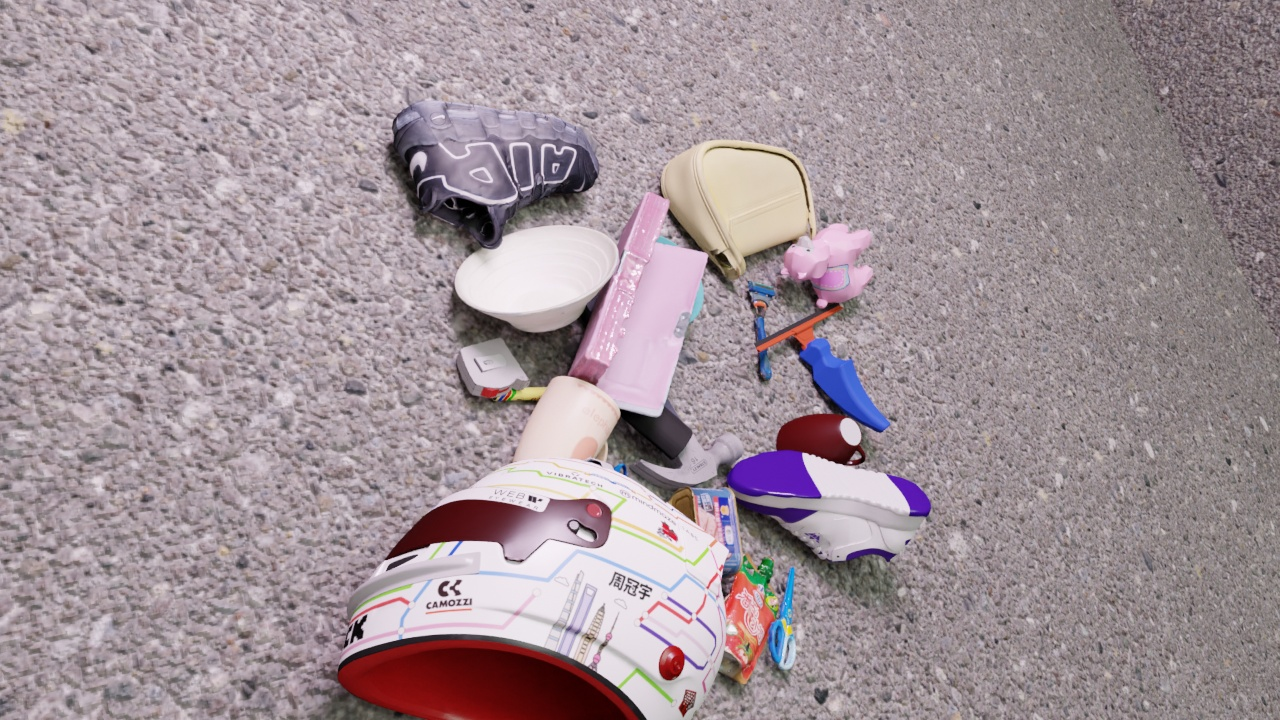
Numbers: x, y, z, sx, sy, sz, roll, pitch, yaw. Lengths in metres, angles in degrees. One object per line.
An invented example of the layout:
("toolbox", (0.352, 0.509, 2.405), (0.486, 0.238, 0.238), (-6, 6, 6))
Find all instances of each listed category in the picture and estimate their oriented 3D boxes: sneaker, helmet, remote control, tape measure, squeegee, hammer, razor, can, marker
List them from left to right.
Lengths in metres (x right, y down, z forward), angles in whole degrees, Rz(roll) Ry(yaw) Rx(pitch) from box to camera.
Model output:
("tape measure", (-0.155, 0.008, 0.951), (0.062, 0.020, 0.060), (-16, 61, -39))
("sneaker", (-0.146, -0.192, 1.024), (0.252, 0.097, 0.150), (3, 72, -34))
("marker", (-0.099, 0.036, 0.994), (0.132, 0.014, 0.014), (0, 68, -36))
("helmet", (-0.076, 0.197, 0.786), (0.314, 0.232, 0.235), (22, 46, -15))
("hammer", (-0.006, 0.006, 1.064), (0.139, 0.035, 0.312), (-27, 85, -38))
("remote control", (-0.003, 0.049, 1.015), (0.140, 0.021, 0.045), (40, 56, -6))
("can", (0.071, 0.190, 1.018), (0.059, 0.054, 0.099), (9, 63, -31))
("razor", (0.160, -0.038, 1.218), (0.043, 0.018, 0.140), (13, 65, -28))
("sneaker", (0.216, 0.186, 1.109), (0.244, 0.111, 0.091), (11, 29, -4))
("squeegee", (0.267, 0.023, 1.240), (0.185, 0.055, 0.248), (49, 38, 14))

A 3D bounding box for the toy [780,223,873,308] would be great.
("toy", (0.260, -0.132, 1.281), (0.157, 0.067, 0.123), (-30, 127, -33))

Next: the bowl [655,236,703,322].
("bowl", (0.014, -0.089, 1.117), (0.121, 0.046, 0.121), (16, 60, -30))

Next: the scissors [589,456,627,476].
("scissors", (-0.035, 0.133, 0.955), (0.115, 0.014, 0.131), (-75, 153, -43))

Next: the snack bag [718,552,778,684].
("snack bag", (0.119, 0.278, 1.025), (0.087, 0.044, 0.154), (56, 41, -17))

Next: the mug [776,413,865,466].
("mug", (0.244, 0.108, 1.160), (0.114, 0.089, 0.087), (24, 56, -25))

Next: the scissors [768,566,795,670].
("scissors", (0.167, 0.292, 1.056), (0.061, 0.023, 0.126), (51, 44, -34))

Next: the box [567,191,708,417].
("box", (0.011, -0.057, 1.004), (0.112, 0.099, 0.232), (23, 59, -9))

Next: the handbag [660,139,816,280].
("handbag", (0.140, -0.216, 1.256), (0.232, 0.089, 0.191), (-22, 97, -41))

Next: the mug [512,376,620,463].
("mug", (-0.074, 0.090, 0.950), (0.104, 0.085, 0.111), (-60, 137, -28))

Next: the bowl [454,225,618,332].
("bowl", (-0.106, -0.078, 0.986), (0.176, 0.177, 0.058), (-49, 141, -40))
